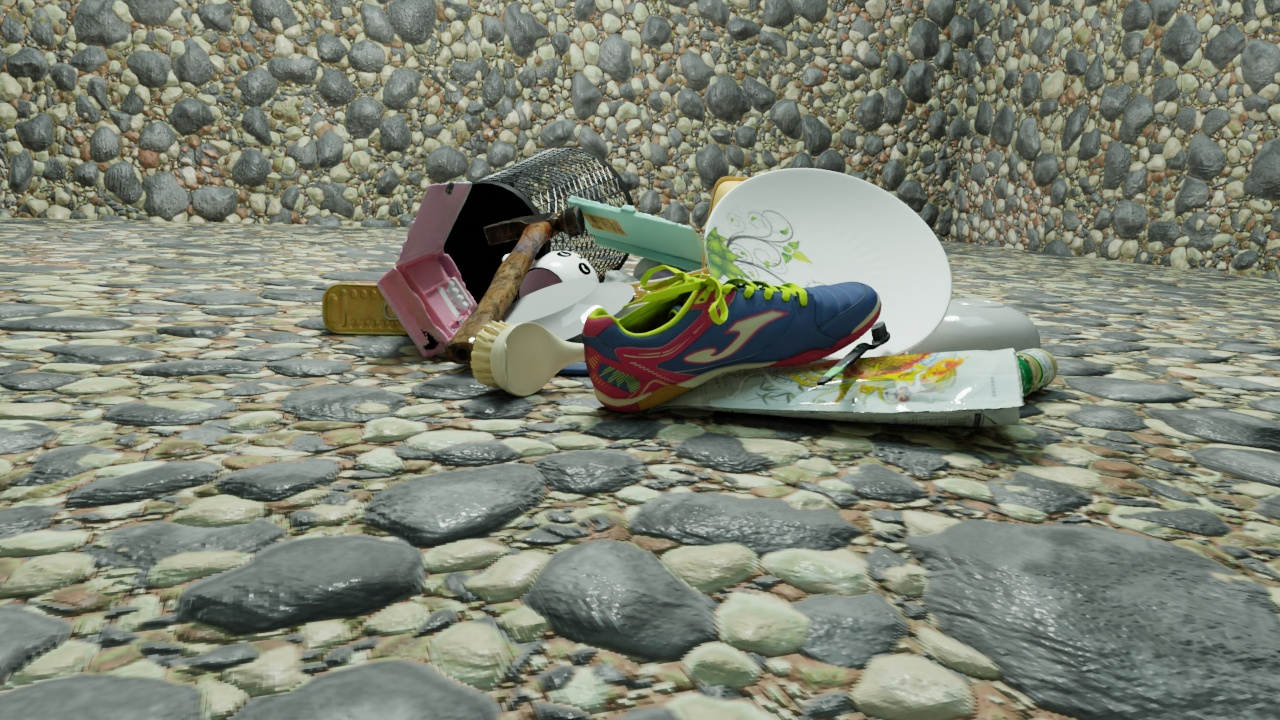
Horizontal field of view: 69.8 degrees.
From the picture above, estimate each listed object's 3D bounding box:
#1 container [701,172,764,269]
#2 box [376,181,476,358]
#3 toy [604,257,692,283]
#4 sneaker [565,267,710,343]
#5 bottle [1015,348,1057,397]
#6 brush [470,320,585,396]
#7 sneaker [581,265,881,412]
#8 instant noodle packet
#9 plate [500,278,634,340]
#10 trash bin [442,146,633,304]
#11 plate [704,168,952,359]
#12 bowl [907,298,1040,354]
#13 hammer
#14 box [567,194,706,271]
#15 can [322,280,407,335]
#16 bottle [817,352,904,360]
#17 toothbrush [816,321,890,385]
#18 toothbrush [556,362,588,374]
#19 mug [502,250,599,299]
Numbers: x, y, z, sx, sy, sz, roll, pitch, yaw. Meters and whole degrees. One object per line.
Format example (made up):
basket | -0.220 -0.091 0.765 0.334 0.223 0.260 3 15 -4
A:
container | 0.131 -0.103 0.991 0.129 0.183 0.167 1 19 -6
box | -0.215 -0.101 0.948 0.075 0.173 0.233 -2 10 -1
toy | 0.048 -0.082 1.117 0.138 0.085 0.208 9 15 20
sneaker | 0.019 -0.035 0.919 0.236 0.079 0.087 -10 24 31
bottle | 0.341 0.012 0.825 0.043 0.043 0.109 12 13 38
brush | -0.008 -0.008 0.775 0.271 0.062 0.077 -3 21 -21
sneaker | 0.074 -0.035 0.702 0.241 0.091 0.116 -18 24 -13
instant noodle packet | 0.152 0.019 0.722 0.269 0.057 0.146 1 8 17
plate | -0.091 -0.051 0.915 0.173 0.019 0.172 -17 20 6
trash bin | -0.151 -0.179 1.279 0.217 0.217 0.242 7 19 20
plate | 0.170 -0.086 0.846 0.229 0.030 0.229 4 55 -5
bowl | 0.356 -0.031 0.980 0.132 0.064 0.131 3 11 -1
hammer | -0.144 -0.083 0.949 0.120 0.033 0.329 -9 27 13
box | 0.016 -0.142 1.079 0.187 0.056 0.137 19 5 36
can | -0.288 -0.058 0.991 0.099 0.054 0.059 1 9 -11
bottle | 0.181 -0.007 0.858 0.131 0.048 0.048 2 11 -4
toothbrush | 0.165 -0.007 0.704 0.014 0.017 0.187 -15 4 30
toothbrush | -0.005 0.005 0.833 0.190 0.017 0.016 1 11 -10
mug | -0.103 -0.090 1.058 0.124 0.090 0.076 36 31 15
